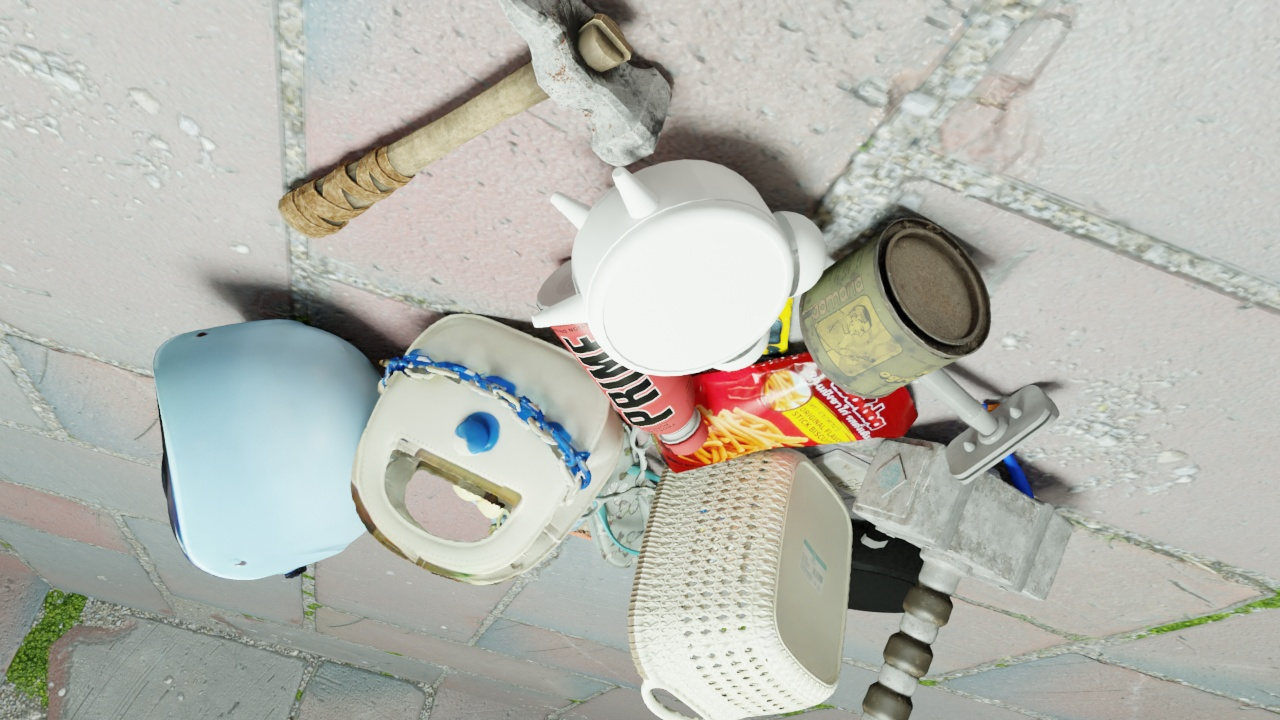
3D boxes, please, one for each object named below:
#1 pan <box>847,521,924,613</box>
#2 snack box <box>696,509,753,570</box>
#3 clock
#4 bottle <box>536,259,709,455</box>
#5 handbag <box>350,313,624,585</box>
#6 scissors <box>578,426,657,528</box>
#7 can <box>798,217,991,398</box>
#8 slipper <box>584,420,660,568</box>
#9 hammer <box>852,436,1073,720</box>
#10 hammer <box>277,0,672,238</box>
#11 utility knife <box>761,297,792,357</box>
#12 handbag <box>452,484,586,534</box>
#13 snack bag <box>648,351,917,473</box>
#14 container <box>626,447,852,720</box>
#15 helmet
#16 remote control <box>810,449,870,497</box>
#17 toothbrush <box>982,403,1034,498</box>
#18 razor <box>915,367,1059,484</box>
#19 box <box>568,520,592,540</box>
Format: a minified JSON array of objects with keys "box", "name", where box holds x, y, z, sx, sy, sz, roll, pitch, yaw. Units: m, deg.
[{"box":[0.240,0.204,0.966,0.204,0.044,0.356,9,154,7],"name":"pan"},{"box":[0.096,0.195,1.029,0.087,0.034,0.152,14,150,-3],"name":"snack box"},{"box":[0.024,-0.057,0.551,0.160,0.072,0.126,13,127,-31],"name":"clock"},{"box":[-0.004,0.004,0.679,0.062,0.062,0.176,-11,131,35],"name":"bottle"},{"box":[-0.128,0.069,0.721,0.201,0.199,0.093,20,154,18],"name":"handbag"},{"box":[0.000,0.112,0.876,0.141,0.014,0.175,-13,127,-27],"name":"scissors"},{"box":[0.156,-0.031,0.562,0.090,0.089,0.075,24,149,-20],"name":"can"},{"box":[-0.010,0.155,0.932,0.055,0.098,0.269,39,164,35],"name":"slipper"},{"box":[0.226,0.236,0.764,0.177,0.326,0.080,29,171,-22],"name":"hammer"},{"box":[-0.129,-0.131,0.553,0.320,0.048,0.121,-14,138,41],"name":"hammer"},{"box":[0.092,-0.042,0.646,0.030,0.017,0.151,-3,146,4],"name":"utility knife"},{"box":[-0.118,0.119,0.898,0.122,0.118,0.192,1,143,13],"name":"handbag"},{"box":[0.110,0.035,0.746,0.208,0.066,0.139,-14,141,25],"name":"snack bag"},{"box":[0.095,0.194,0.821,0.143,0.245,0.184,-17,132,34],"name":"container"},{"box":[-0.296,0.074,0.802,0.167,0.225,0.266,-9,174,-3],"name":"helmet"},{"box":[0.222,0.121,0.875,0.135,0.011,0.050,26,148,-22],"name":"remote control"},{"box":[0.313,0.083,0.771,0.018,0.016,0.182,-13,142,29],"name":"toothbrush"},{"box":[0.232,0.027,0.675,0.116,0.047,0.088,39,117,-14],"name":"razor"},{"box":[-0.083,0.191,1.080,0.186,0.056,0.059,19,118,-14],"name":"box"}]
